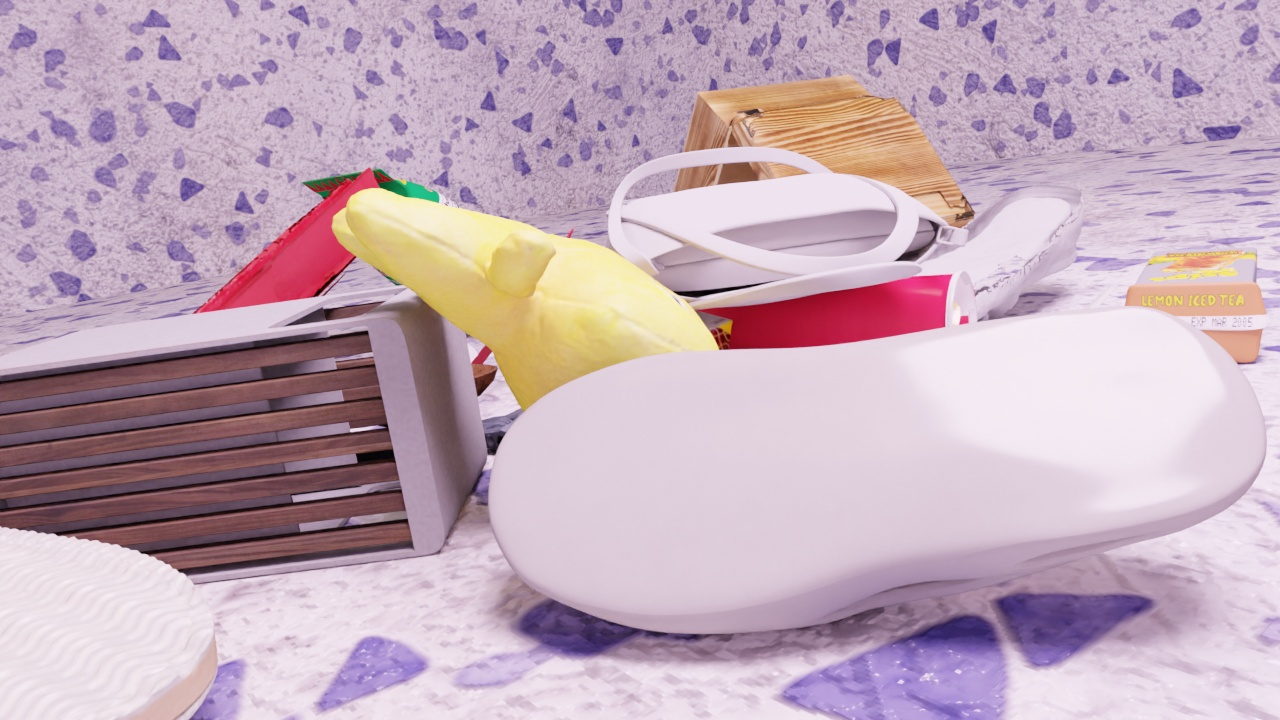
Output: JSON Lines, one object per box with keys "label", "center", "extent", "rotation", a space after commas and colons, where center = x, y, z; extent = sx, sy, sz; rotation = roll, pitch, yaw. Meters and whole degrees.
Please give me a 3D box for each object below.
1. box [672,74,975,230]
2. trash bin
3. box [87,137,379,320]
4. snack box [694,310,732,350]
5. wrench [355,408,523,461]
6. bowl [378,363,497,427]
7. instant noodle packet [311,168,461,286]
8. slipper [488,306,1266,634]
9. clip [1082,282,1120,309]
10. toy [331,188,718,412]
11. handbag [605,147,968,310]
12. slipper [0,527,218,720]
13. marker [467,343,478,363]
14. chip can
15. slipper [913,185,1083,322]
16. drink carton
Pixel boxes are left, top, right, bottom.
{"label": "box", "center": [0.253, -0.237, 1.296], "extent": [0.278, 0.287, 0.334], "rotation": [-13, 50, -23]}
{"label": "trash bin", "center": [-0.210, 0.037, 0.479], "extent": [0.229, 0.114, 0.114], "rotation": [-8, 13, 3]}
{"label": "box", "center": [-0.345, -0.095, 0.800], "extent": [0.165, 0.153, 0.213], "rotation": [-24, 27, 44]}
{"label": "snack box", "center": [-0.003, 0.003, 0.580], "extent": [0.084, 0.061, 0.105], "rotation": [17, 24, 30]}
{"label": "wrench", "center": [-0.159, 0.054, 0.580], "extent": [0.273, 0.022, 0.073], "rotation": [-9, 14, -6]}
{"label": "bowl", "center": [-0.147, 0.025, 0.591], "extent": [0.114, 0.026, 0.102], "rotation": [-13, 10, -36]}
{"label": "instant noodle packet", "center": [-0.218, -0.113, 0.970], "extent": [0.196, 0.252, 0.090], "rotation": [8, 64, 50]}
{"label": "slipper", "center": [0.076, 0.049, 0.347], "extent": [0.266, 0.081, 0.112], "rotation": [-12, 54, 16]}
{"label": "clip", "center": [0.301, -0.020, 0.611], "extent": [0.058, 0.052, 0.101], "rotation": [33, 32, 25]}
{"label": "toy", "center": [-0.043, -0.018, 0.429], "extent": [0.092, 0.207, 0.134], "rotation": [-58, 23, -10]}
{"label": "handbag", "center": [0.087, -0.073, 0.521], "extent": [0.215, 0.096, 0.222], "rotation": [-10, 14, -10]}
{"label": "slipper", "center": [-0.258, 0.110, 0.339], "extent": [0.263, 0.052, 0.114], "rotation": [5, 20, 32]}
{"label": "marker", "center": [-0.179, -0.011, 0.871], "extent": [0.027, 0.023, 0.133], "rotation": [-34, 20, -12]}
{"label": "chip can", "center": [0.110, -0.021, 0.634], "extent": [0.221, 0.069, 0.069], "rotation": [0, 15, 32]}
{"label": "slipper", "center": [0.268, -0.068, 0.720], "extent": [0.246, 0.074, 0.112], "rotation": [-30, 17, -34]}
{"label": "drink carton", "center": [0.360, -0.038, 0.592], "extent": [0.076, 0.048, 0.124], "rotation": [1, 16, 35]}
